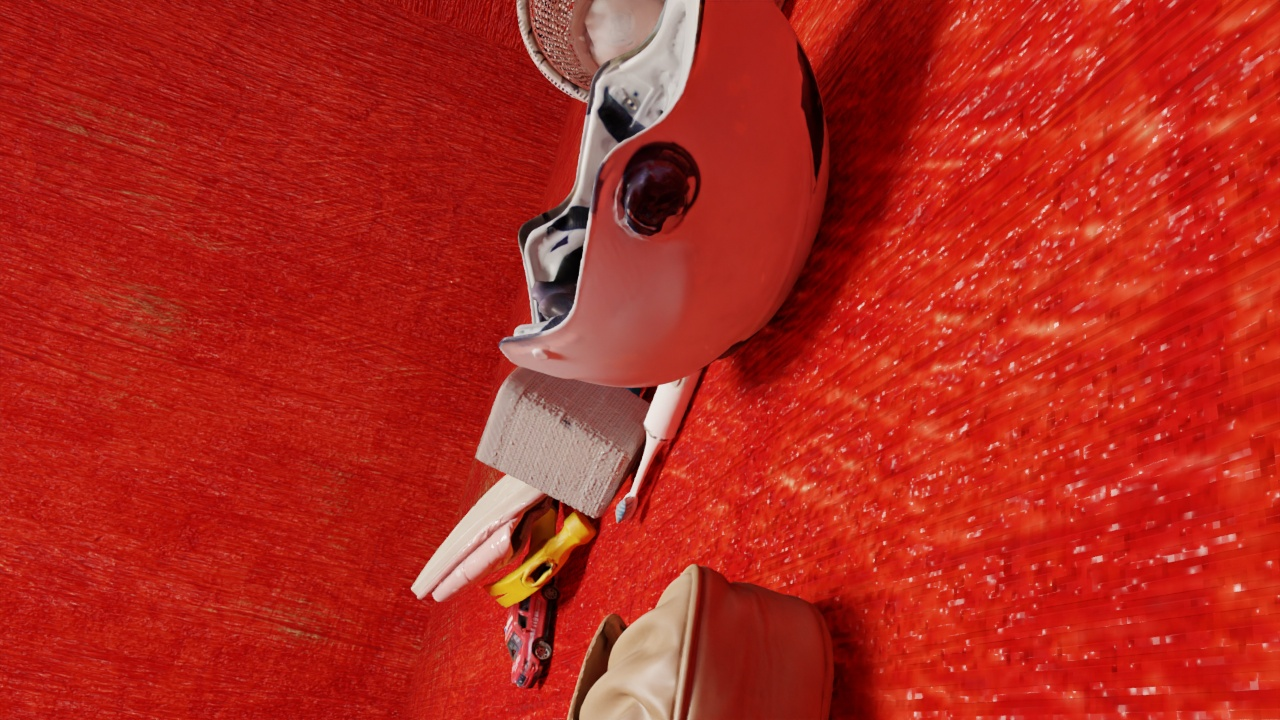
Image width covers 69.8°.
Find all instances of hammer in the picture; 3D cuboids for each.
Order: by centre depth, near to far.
[{"bbox_3d":[-0.103,0.168,0.985,0.129,0.033,0.300,-43,10,5],"label":"hammer"}]

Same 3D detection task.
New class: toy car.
[{"bbox_3d":[-0.112,0.269,0.922,0.120,0.045,0.053,-91,20,-50],"label":"toy car"}]

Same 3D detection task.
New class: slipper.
[{"bbox_3d":[-0.128,0.155,0.887,0.275,0.054,0.114,-43,10,27],"label":"slipper"}]

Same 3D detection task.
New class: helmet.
[{"bbox_3d":[0.028,-0.093,0.543,0.259,0.146,0.228,-60,17,18],"label":"helmet"}]

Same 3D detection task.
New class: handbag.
[{"bbox_3d":[0.005,0.187,0.364,0.148,0.100,0.204,123,164,-63],"label":"handbag"}]

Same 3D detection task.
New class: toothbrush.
[{"bbox_3d":[0.023,0.027,0.680,0.026,0.027,0.221,-12,-52,-59],"label":"toothbrush"}]

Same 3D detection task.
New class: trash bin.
[{"bbox_3d":[-0.023,-0.422,1.130,0.192,0.227,0.228,-68,-2,-78],"label":"trash bin"}]

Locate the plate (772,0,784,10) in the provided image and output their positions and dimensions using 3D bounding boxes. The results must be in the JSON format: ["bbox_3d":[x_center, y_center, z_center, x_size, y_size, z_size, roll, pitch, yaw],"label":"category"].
[{"bbox_3d":[0.097,-0.316,0.804,0.164,0.034,0.163,152,134,-74],"label":"plate"}]

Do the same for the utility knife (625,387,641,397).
[{"bbox_3d":[-0.005,0.005,0.795,0.034,0.018,0.162,-86,2,-49],"label":"utility knife"}]

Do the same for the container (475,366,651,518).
[{"bbox_3d":[-0.056,0.058,0.750,0.090,0.114,0.090,-52,-11,-55],"label":"container"}]
